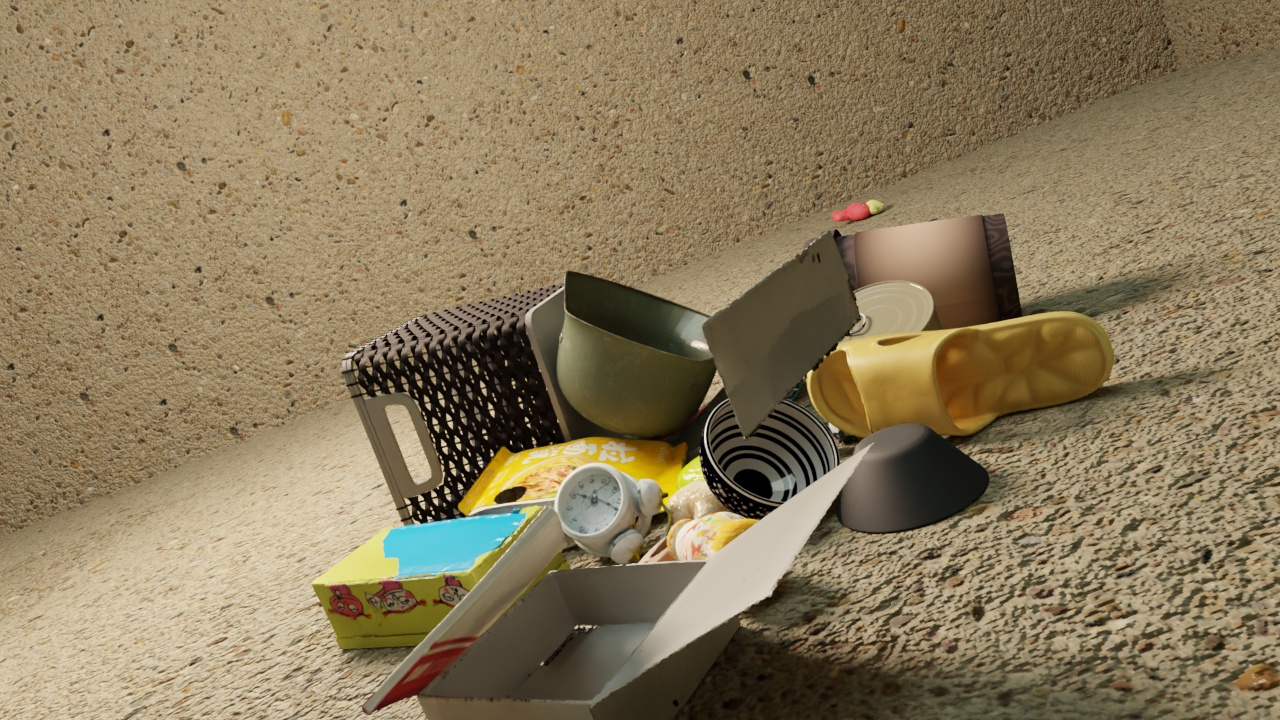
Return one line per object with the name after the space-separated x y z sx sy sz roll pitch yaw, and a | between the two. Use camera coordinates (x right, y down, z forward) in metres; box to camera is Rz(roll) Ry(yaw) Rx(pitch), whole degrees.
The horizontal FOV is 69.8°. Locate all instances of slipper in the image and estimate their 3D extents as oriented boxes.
0.279 0.021 0.819 0.264 0.099 0.078 -13 15 22 | slipper
0.131 0.050 1.112 0.268 0.055 0.098 -41 16 -28 | slipper

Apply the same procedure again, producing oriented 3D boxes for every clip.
0.013 0.171 0.783 0.061 0.025 0.045 -29 13 -18 | clip

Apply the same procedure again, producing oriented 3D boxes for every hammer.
0.138 0.024 1.041 0.132 0.033 0.329 -21 25 16 | hammer

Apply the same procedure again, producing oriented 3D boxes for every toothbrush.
0.073 0.068 1.190 0.189 0.016 0.016 -28 12 -29 | toothbrush

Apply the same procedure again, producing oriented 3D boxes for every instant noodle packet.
-0.061 0.137 0.983 0.222 0.084 0.162 -12 14 12 | instant noodle packet

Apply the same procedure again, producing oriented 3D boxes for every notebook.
-0.107 0.169 0.618 0.153 0.012 0.209 -46 -9 -14 | notebook

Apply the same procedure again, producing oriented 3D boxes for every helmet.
-0.006 0.006 1.062 0.227 0.154 0.267 21 8 10 | helmet

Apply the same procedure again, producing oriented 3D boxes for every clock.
-0.023 0.141 0.848 0.118 0.057 0.083 14 71 29 | clock

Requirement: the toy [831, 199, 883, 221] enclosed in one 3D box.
0.566 -0.389 2.390 0.135 0.045 0.091 -13 11 13 | toy

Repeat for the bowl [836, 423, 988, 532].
0.211 0.085 0.742 0.124 0.052 0.124 -21 11 4 | bowl

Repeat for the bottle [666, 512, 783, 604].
0.062 0.147 0.703 0.063 0.063 0.109 -26 11 -24 | bottle

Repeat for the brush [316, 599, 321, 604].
-0.311 0.252 1.034 0.136 0.015 0.049 -18 11 19 | brush

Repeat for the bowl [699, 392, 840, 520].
0.106 0.095 0.803 0.119 0.120 0.067 -29 -29 -34 | bowl

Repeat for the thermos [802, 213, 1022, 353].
0.325 -0.088 1.097 0.227 0.173 0.172 -10 14 22 | thermos

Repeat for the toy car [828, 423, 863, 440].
0.239 0.049 0.919 0.105 0.033 0.048 -19 9 5 | toy car

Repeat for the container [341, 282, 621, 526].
-0.185 0.049 1.193 0.244 0.247 0.245 -15 12 16 | container

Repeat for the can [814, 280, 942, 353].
0.260 -0.017 0.982 0.128 0.073 0.127 -23 32 15 | can

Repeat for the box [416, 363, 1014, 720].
0.040 0.153 0.551 0.420 0.108 0.165 -30 4 38 | box

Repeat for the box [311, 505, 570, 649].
-0.190 0.207 0.871 0.221 0.079 0.124 -12 15 31 | box

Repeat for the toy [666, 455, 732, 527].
0.069 0.123 0.859 0.092 0.043 0.117 -3 26 30 | toy
